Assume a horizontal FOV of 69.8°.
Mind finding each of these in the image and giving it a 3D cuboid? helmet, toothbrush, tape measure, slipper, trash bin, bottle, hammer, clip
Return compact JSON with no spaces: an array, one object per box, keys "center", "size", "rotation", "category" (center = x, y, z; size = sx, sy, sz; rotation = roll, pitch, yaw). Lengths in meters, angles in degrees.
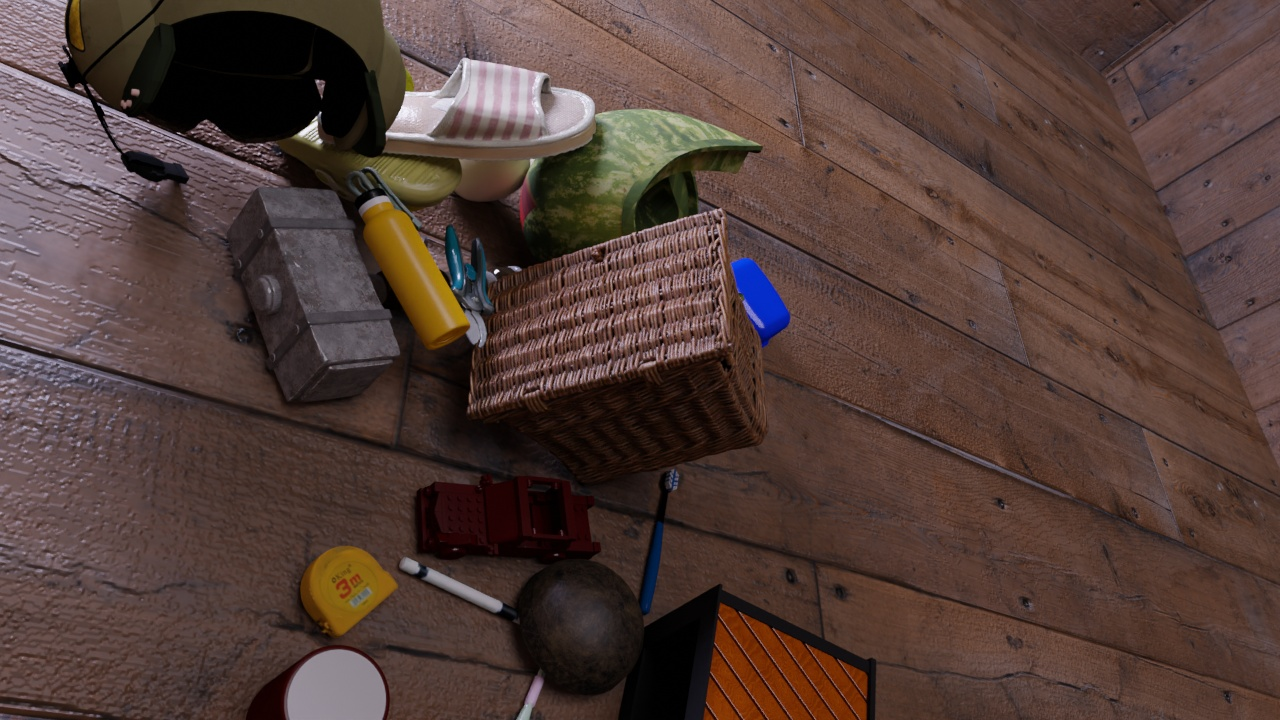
[{"center":[-0.009,-0.158,0.982],"size":[0.242,0.247,0.213],"rotation":[-2,103,-28],"category":"helmet"},{"center":[-0.124,0.211,0.794],"size":[0.186,0.012,0.017],"rotation":[32,33,-20],"category":"toothbrush"},{"center":[-0.232,0.176,0.710],"size":[0.059,0.030,0.068],"rotation":[51,40,-1],"category":"tape measure"},{"center":[0.018,0.181,0.934],"size":[0.014,0.014,0.167],"rotation":[41,42,-28],"category":"toothbrush"},{"center":[-0.268,-0.186,0.895],"size":[0.190,0.082,0.091],"rotation":[23,45,8],"category":"slipper"},{"center":[0.090,0.314,0.801],"size":[0.171,0.140,0.139],"rotation":[29,47,-16],"category":"trash bin"},{"center":[-0.200,-0.081,0.789],"size":[0.043,0.043,0.143],"rotation":[-24,82,-47],"category":"bottle"},{"center":[-0.326,-0.260,0.744],"size":[0.249,0.256,0.232],"rotation":[1,65,-41],"category":"helmet"},{"center":[-0.208,-0.069,0.873],"size":[0.325,0.080,0.177],"rotation":[-8,68,-49],"category":"hammer"},{"center":[-0.173,-0.241,0.869],"size":[0.263,0.052,0.114],"rotation":[-2,47,-7],"category":"slipper"},{"center":[-0.232,-0.142,0.828],"size":[0.076,0.023,0.044],"rotation":[49,26,-6],"category":"clip"},{"center":[-0.097,0.299,0.754],"size":[0.022,0.015,0.154],"rotation":[64,34,-32],"category":"toothbrush"}]

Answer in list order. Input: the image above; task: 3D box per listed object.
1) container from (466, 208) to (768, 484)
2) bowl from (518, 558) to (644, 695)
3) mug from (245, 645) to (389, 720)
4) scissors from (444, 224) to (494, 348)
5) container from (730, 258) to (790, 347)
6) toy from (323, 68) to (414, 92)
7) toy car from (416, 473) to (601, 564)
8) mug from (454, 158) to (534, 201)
[{"center":[-0.005,0.006,0.859],"size":[0.183,0.250,0.162],"rotation":[51,32,-46],"category":"container"},{"center":[-0.041,0.224,0.805],"size":[0.121,0.056,0.121],"rotation":[30,35,-25],"category":"bowl"},{"center":[-0.224,0.256,0.624],"size":[0.073,0.083,0.105],"rotation":[25,49,-26],"category":"mug"},{"center":[-0.162,-0.073,0.847],"size":[0.146,0.019,0.133],"rotation":[50,28,-2],"category":"scissors"},{"center":[0.133,-0.071,1.170],"size":[0.096,0.058,0.114],"rotation":[-26,81,-47],"category":"container"},{"center":[-0.291,-0.309,0.975],"size":[0.110,0.051,0.089],"rotation":[41,46,-16],"category":"toy"},{"center":[-0.109,0.141,0.816],"size":[0.169,0.062,0.070],"rotation":[12,55,-35],"category":"toy car"},{"center":[-0.160,-0.226,0.996],"size":[0.120,0.096,0.099],"rotation":[-11,81,-40],"category":"mug"}]
